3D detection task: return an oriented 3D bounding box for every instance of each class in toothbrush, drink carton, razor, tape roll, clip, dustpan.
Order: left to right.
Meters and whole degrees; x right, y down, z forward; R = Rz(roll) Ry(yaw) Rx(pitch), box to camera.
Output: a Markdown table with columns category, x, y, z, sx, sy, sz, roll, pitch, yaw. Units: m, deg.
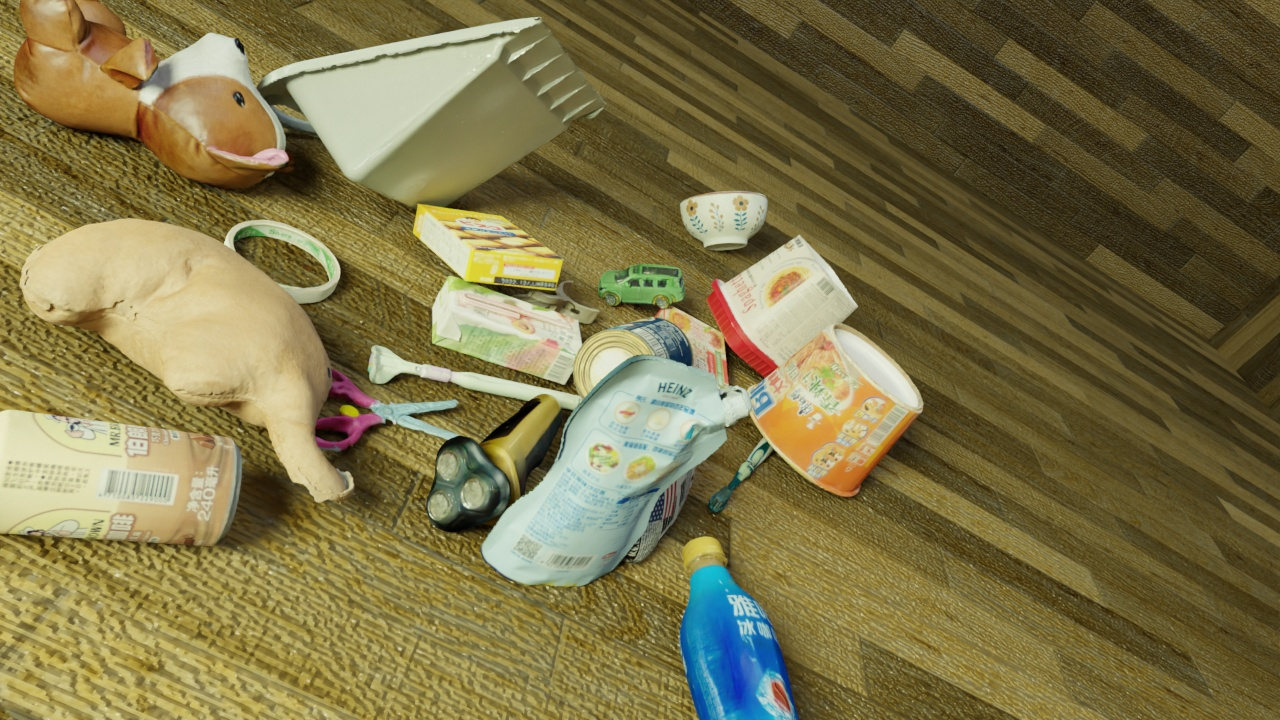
| category | x | y | z | sx | sy | sz | roll | pitch | yaw |
| --- | --- | --- | --- | --- | --- | --- | --- | --- | --- |
| tape roll | -0.275 | -0.076 | 0.705 | 0.085 | 0.014 | 0.085 | 26 | 29 | -16 |
| dustpan | -0.196 | -0.237 | 0.814 | 0.142 | 0.258 | 0.222 | 57 | 9 | 8 |
| toothbrush | -0.121 | 0.019 | 0.720 | 0.189 | 0.020 | 0.029 | 13 | 66 | -36 |
| razor | -0.095 | 0.062 | 0.648 | 0.067 | 0.062 | 0.167 | 63 | 21 | -11 |
| drink carton | -0.110 | -0.026 | 0.769 | 0.122 | 0.046 | 0.053 | 20 | 33 | -25 |
| clip | -0.084 | -0.058 | 0.861 | 0.072 | 0.035 | 0.100 | 48 | 26 | 24 |
| toothbrush | 0.101 | 0.095 | 0.840 | 0.016 | 0.018 | 0.191 | 40 | 29 | 10 |

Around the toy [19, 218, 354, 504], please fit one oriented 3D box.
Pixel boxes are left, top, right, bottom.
| category | x | y | z | sx | sy | sz | roll | pitch | yaw |
| --- | --- | --- | --- | --- | --- | --- | --- | --- | --- |
| toy | -0.247 | -0.006 | 0.554 | 0.226 | 0.083 | 0.143 | 35 | 24 | -1 |

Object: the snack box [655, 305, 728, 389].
| category | x | y | z | sx | sy | sz | roll | pitch | yaw |
| --- | --- | --- | --- | --- | --- | --- | --- | --- | --- |
| snack box | 0.049 | 0.004 | 0.913 | 0.075 | 0.026 | 0.152 | 27 | 30 | -14 |

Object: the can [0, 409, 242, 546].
| category | x | y | z | sx | sy | sz | roll | pitch | yaw |
| --- | --- | --- | --- | --- | --- | --- | --- | --- | --- |
| can | -0.267 | 0.060 | 0.460 | 0.116 | 0.059 | 0.058 | 12 | 36 | -35 |

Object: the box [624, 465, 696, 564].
| category | x | y | z | sx | sy | sz | roll | pitch | yaw |
| --- | --- | --- | --- | --- | --- | --- | --- | --- | --- |
| box | 0.008 | 0.095 | 0.709 | 0.088 | 0.076 | 0.162 | 57 | 25 | -6 |

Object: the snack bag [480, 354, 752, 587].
| category | x | y | z | sx | sy | sz | roll | pitch | yaw |
| --- | --- | --- | --- | --- | --- | --- | --- | --- | --- |
| snack bag | -0.016 | 0.072 | 0.569 | 0.110 | 0.191 | 0.038 | 18 | 34 | -28 |

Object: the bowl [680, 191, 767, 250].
| category | x | y | z | sx | sy | sz | roll | pitch | yaw |
| --- | --- | --- | --- | --- | --- | --- | --- | --- | --- |
| bowl | 0.110 | -0.178 | 1.195 | 0.113 | 0.114 | 0.062 | -1 | 88 | -47 |

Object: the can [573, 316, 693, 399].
| category | x | y | z | sx | sy | sz | roll | pitch | yaw |
| --- | --- | --- | --- | --- | --- | --- | --- | --- | --- |
| can | -0.005 | 0.005 | 0.781 | 0.075 | 0.075 | 0.111 | 40 | 17 | 9 |

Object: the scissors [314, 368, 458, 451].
| category | x | y | z | sx | sy | sz | roll | pitch | yaw |
| --- | --- | --- | --- | --- | --- | --- | --- | --- | --- |
| scissors | -0.184 | 0.030 | 0.637 | 0.113 | 0.017 | 0.134 | 45 | 30 | 27 |

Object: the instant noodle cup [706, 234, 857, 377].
| category | x | y | z | sx | sy | sz | roll | pitch | yaw |
| --- | --- | --- | --- | --- | --- | --- | --- | --- | --- |
| instant noodle cup | 0.155 | -0.058 | 0.993 | 0.116 | 0.124 | 0.116 | 37 | 23 | -38 |

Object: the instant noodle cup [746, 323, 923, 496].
| category | x | y | z | sx | sy | sz | roll | pitch | yaw |
| --- | --- | --- | --- | --- | --- | --- | --- | --- | --- |
| instant noodle cup | 0.196 | 0.042 | 0.904 | 0.151 | 0.112 | 0.151 | 32 | 25 | -17 |

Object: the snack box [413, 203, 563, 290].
| category | x | y | z | sx | sy | sz | roll | pitch | yaw |
| --- | --- | --- | --- | --- | --- | --- | --- | --- | --- |
| snack box | -0.139 | -0.102 | 0.818 | 0.086 | 0.034 | 0.140 | 3 | 19 | -34 |

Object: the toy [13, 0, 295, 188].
| category | x | y | z | sx | sy | sz | roll | pitch | yaw |
| --- | --- | --- | --- | --- | --- | --- | --- | --- | --- |
| toy | -0.362 | -0.205 | 0.710 | 0.199 | 0.130 | 0.140 | 34 | 8 | -18 |

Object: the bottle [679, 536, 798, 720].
| category | x | y | z | sx | sy | sz | roll | pitch | yaw |
| --- | --- | --- | --- | --- | --- | --- | --- | --- | --- |
| bottle | 0.062 | 0.205 | 0.585 | 0.065 | 0.065 | 0.218 | 20 | 31 | -25 |

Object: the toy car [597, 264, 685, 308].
| category | x | y | z | sx | sy | sz | roll | pitch | yaw |
| --- | --- | --- | --- | --- | --- | --- | --- | --- | --- |
| toy car | 0.001 | -0.079 | 0.955 | 0.091 | 0.036 | 0.043 | -1 | 34 | 1 |
